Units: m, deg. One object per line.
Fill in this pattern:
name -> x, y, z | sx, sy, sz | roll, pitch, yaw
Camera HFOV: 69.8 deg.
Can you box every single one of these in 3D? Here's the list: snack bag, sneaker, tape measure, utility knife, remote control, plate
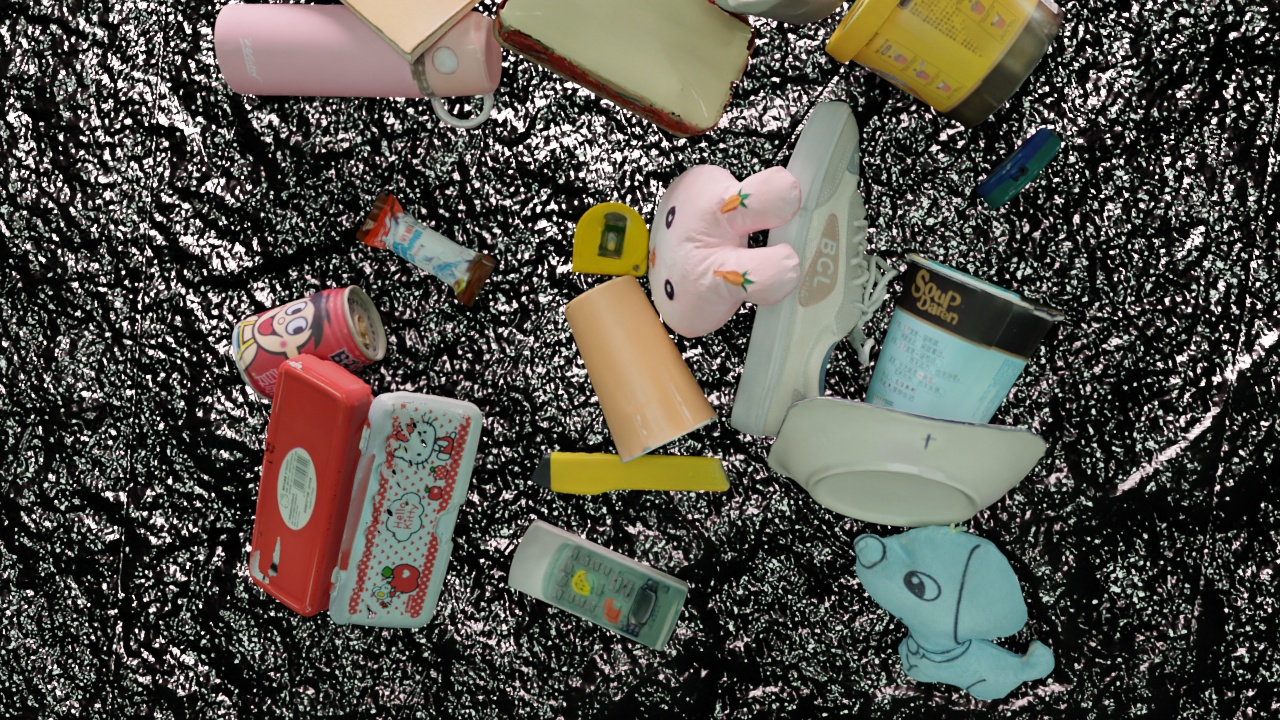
snack bag -> -0.164, -0.085, 0.704 | 0.104, 0.026, 0.048 | 34, 108, 3
sneaker -> 0.133, -0.057, 0.643 | 0.091, 0.089, 0.242 | 13, 97, 12
tape measure -> -0.022, -0.090, 0.688 | 0.060, 0.029, 0.057 | 5, 93, 5
utility knife -> -0.008, 0.087, 0.705 | 0.154, 0.015, 0.033 | 1, 100, 5
remote control -> -0.034, 0.173, 0.710 | 0.135, 0.019, 0.056 | 23, 96, 4
tape measure -> 0.265, -0.131, 0.645 | 0.025, 0.055, 0.058 | 46, 64, 4
plate -> 0.169, 0.078, 0.616 | 0.164, 0.164, 0.034 | 10, 65, 5

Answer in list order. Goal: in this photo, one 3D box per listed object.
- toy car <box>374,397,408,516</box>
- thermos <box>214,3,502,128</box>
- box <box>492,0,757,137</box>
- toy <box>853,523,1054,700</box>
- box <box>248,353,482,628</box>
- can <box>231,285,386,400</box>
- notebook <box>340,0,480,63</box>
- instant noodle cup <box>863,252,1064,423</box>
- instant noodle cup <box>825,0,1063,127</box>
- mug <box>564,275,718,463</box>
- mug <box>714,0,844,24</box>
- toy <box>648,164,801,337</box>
toy car -> -0.203, 0.079, 0.715 | 0.048, 0.032, 0.105 | -6, 105, 11
thermos -> -0.205, -0.220, 0.684 | 0.198, 0.067, 0.087 | 3, 121, 4
box -> -0.011, -0.225, 0.631 | 0.168, 0.077, 0.091 | 24, 95, -14
toy -> 0.222, 0.177, 0.654 | 0.161, 0.049, 0.156 | 18, 122, 9
box -> -0.210, 0.105, 0.679 | 0.160, 0.065, 0.201 | 17, 111, 0
can -> -0.249, -0.014, 0.696 | 0.094, 0.066, 0.066 | -18, 91, 6
notebook -> -0.183, -0.326, 0.662 | 0.211, 0.012, 0.149 | 42, 77, 10
instant noodle cup -> 0.212, 0.000, 0.639 | 0.111, 0.111, 0.120 | 23, 104, 4
instant noodle cup -> 0.206, -0.228, 0.618 | 0.114, 0.118, 0.118 | 33, 96, -4
mug -> -0.004, 0.004, 0.672 | 0.078, 0.078, 0.122 | -26, 85, 6
mug -> 0.074, -0.272, 0.614 | 0.124, 0.103, 0.084 | 15, 113, 24
toy -> 0.053, -0.078, 0.625 | 0.054, 0.160, 0.121 | 2, 85, -30
